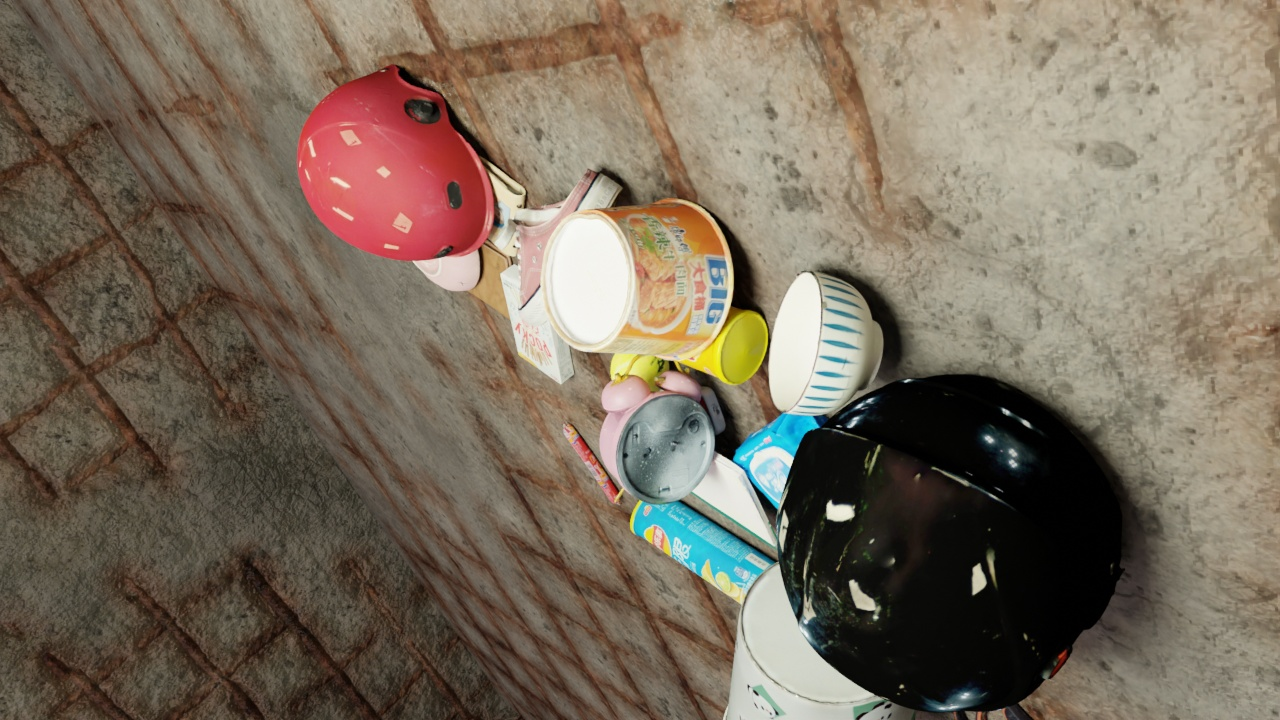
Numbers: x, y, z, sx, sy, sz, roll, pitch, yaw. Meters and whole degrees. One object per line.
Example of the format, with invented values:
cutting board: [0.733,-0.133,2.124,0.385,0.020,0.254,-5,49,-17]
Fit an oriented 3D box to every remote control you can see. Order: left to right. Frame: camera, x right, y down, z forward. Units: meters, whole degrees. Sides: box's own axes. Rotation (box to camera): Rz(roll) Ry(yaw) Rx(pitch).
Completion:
remote control: [0.044,0.056,1.052,0.136,0.020,0.056,0,115,55]

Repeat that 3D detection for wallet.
wallet: [-0.201,-0.115,1.207,0.101,0.020,0.115,32,146,28]
wallet: [-0.172,-0.183,1.074,0.087,0.024,0.115,38,152,10]

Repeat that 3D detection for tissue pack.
tissue pack: [0.154,0.101,0.921,0.095,0.052,0.157,46,153,5]

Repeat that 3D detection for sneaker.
sneaker: [-0.096,-0.122,0.951,0.088,0.118,0.242,31,147,-4]

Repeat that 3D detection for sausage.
sausage: [-0.071,0.153,1.354,0.156,0.020,0.020,57,152,-15]

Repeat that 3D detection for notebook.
notebook: [0.065,0.130,1.066,0.209,0.012,0.150,29,156,44]

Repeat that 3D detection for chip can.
chip can: [0.023,-0.041,0.914,0.213,0.071,0.072,23,143,42]
chip can: [0.086,0.244,1.185,0.210,0.071,0.071,28,146,34]

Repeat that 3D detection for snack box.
snack box: [-0.132,-0.045,1.186,0.085,0.026,0.157,33,148,29]

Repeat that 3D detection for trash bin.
trash bin: [0.201,0.363,1.017,0.230,0.229,0.252,29,142,34]

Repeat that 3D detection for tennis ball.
tennis ball: [-0.001,0.010,1.018,0.065,0.065,0.066,36,150,24]

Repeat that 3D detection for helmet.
helmet: [-0.295,-0.205,1.047,0.240,0.143,0.207,41,134,20]
helmet: [0.215,0.145,0.699,0.234,0.229,0.275,21,103,43]

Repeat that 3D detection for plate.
plate: [-0.282,-0.172,1.205,0.192,0.039,0.193,38,146,31]

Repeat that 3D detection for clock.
clock: [0.014,0.068,0.953,0.060,0.117,0.158,21,113,59]

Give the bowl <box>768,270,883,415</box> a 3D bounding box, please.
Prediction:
bowl: [0.153,-0.010,0.741,0.066,0.116,0.117,10,153,-10]

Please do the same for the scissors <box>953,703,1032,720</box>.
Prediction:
scissors: [0.376,0.360,0.967,0.224,0.015,0.189,48,153,4]

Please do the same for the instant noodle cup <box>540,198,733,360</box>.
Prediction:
instant noodle cup: [-0.010,-0.071,0.813,0.152,0.111,0.151,5,98,45]
